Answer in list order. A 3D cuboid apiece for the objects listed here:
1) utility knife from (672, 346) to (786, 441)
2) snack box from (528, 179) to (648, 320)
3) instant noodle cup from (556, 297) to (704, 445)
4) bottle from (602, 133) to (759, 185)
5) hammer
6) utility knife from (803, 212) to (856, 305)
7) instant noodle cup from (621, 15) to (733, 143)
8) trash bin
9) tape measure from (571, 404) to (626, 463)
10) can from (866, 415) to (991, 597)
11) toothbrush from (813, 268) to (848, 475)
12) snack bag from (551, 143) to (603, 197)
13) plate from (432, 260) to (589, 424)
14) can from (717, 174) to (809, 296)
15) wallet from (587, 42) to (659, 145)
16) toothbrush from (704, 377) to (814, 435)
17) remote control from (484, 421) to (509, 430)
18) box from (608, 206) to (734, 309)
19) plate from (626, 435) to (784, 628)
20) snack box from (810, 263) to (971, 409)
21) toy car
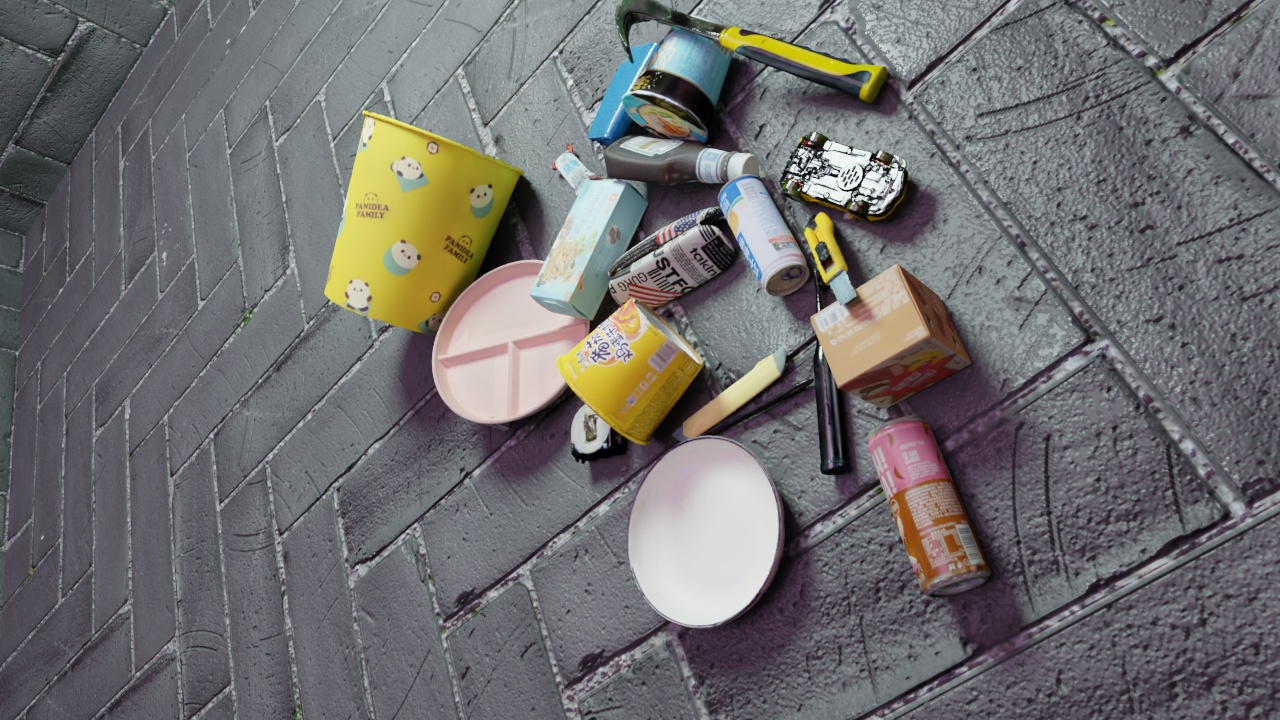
[{"bbox_3d":[0.092,0.041,0.973,0.168,0.018,0.031,-36,50,26],"label":"utility knife"},{"bbox_3d":[-0.063,-0.138,1.127,0.074,0.051,0.174,12,73,43],"label":"snack box"},{"bbox_3d":[-0.006,0.006,1.000,0.110,0.138,0.138,-47,50,9],"label":"instant noodle cup"},{"bbox_3d":[0.049,-0.230,1.068,0.195,0.079,0.044,16,131,38],"label":"bottle"},{"bbox_3d":[0.111,-0.346,1.004,0.323,0.032,0.126,28,76,23],"label":"hammer"},{"bbox_3d":[0.180,-0.101,0.874,0.033,0.015,0.208,-54,16,24],"label":"utility knife"},{"bbox_3d":[0.052,-0.335,1.086,0.111,0.111,0.120,17,79,43],"label":"instant noodle cup"},{"bbox_3d":[-0.310,-0.184,1.278,0.230,0.229,0.255,26,99,43],"label":"trash bin"},{"bbox_3d":[-0.050,0.082,1.073,0.066,0.033,0.066,-19,64,34],"label":"tape measure"},{"bbox_3d":[0.243,0.123,0.783,0.058,0.058,0.147,-32,56,29],"label":"can"},{"bbox_3d":[0.183,0.006,0.900,0.027,0.026,0.212,-2,70,5],"label":"toothbrush"},{"bbox_3d":[-0.087,-0.251,1.225,0.045,0.026,0.105,-45,51,9],"label":"snack bag"},{"bbox_3d":[-0.164,-0.023,1.177,0.230,0.028,0.229,-11,63,21],"label":"plate"},{"bbox_3d":[0.130,-0.133,0.974,0.053,0.053,0.134,-39,53,25],"label":"can"},{"bbox_3d":[-0.017,-0.334,1.162,0.133,0.040,0.106,-61,19,4],"label":"wallet"},{"bbox_3d":[0.106,0.062,0.955,0.181,0.015,0.018,-34,62,29],"label":"toothbrush"},{"bbox_3d":[-0.203,0.033,1.215,0.024,0.049,0.124,-32,57,26],"label":"remote control"},{"bbox_3d":[0.033,-0.126,1.062,0.163,0.076,0.087,-27,35,36],"label":"box"},{"bbox_3d":[0.069,0.174,0.932,0.193,0.039,0.192,-16,65,37],"label":"plate"},{"bbox_3d":[0.224,-0.018,0.823,0.093,0.094,0.077,-34,56,28],"label":"snack box"},{"bbox_3d":[0.206,-0.184,0.932,0.156,0.041,0.071,30,96,45],"label":"toy car"}]
